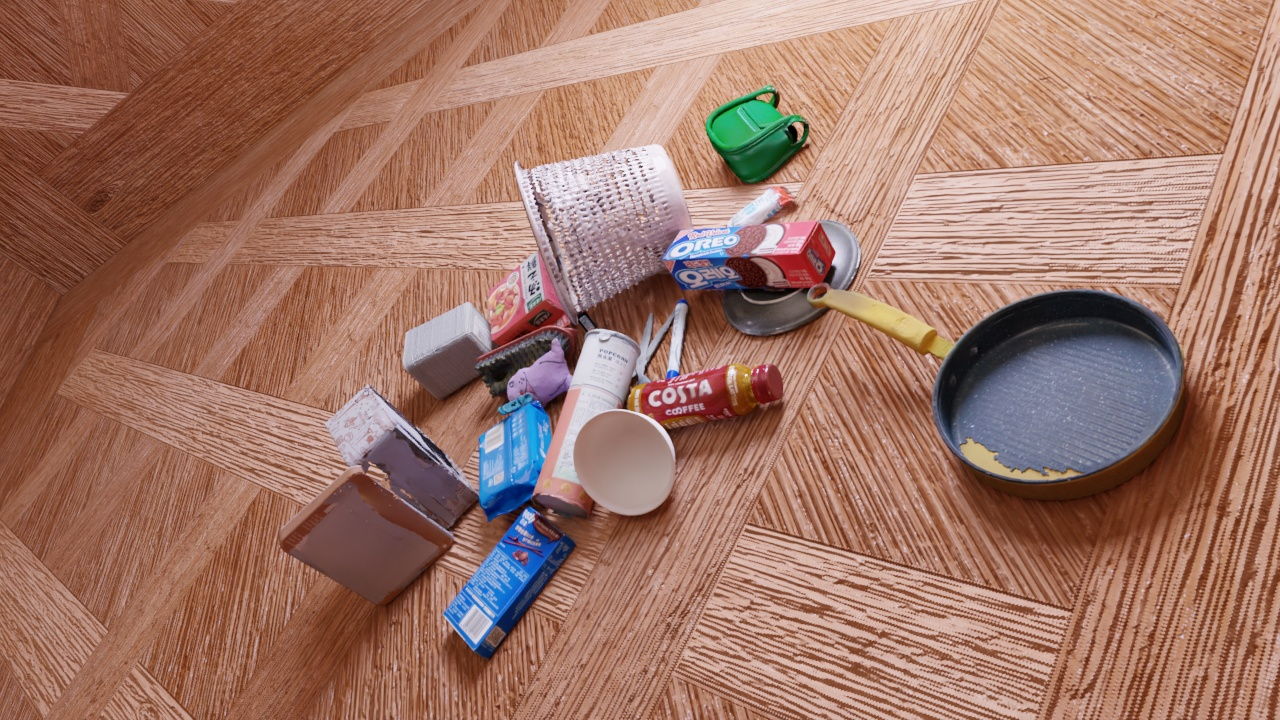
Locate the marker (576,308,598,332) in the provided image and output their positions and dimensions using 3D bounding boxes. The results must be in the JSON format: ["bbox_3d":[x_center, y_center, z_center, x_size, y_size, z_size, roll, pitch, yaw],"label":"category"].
[{"bbox_3d":[-0.076,-0.054,1.269,0.018,0.015,0.124,-40,40,1],"label":"marker"}]

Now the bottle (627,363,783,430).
[{"bbox_3d":[0.071,0.039,1.008,0.175,0.057,0.057,-14,46,33],"label":"bottle"}]

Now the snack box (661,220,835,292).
[{"bbox_3d":[0.122,-0.120,1.077,0.208,0.058,0.057,4,53,45],"label":"snack box"}]

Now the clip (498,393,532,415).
[{"bbox_3d":[-0.162,0.058,1.171,0.049,0.015,0.056,-33,-5,29],"label":"clip"}]

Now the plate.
[{"bbox_3d":[0.171,-0.105,1.084,0.180,0.024,0.179,-24,41,23],"label":"plate"}]

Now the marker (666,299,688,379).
[{"bbox_3d":[0.044,-0.018,1.122,0.017,0.017,0.145,-18,44,30],"label":"marker"}]

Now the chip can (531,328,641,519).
[{"bbox_3d":[-0.061,0.073,1.067,0.071,0.071,0.214,-5,58,39],"label":"chip can"}]

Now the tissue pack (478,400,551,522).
[{"bbox_3d":[-0.152,0.125,1.132,0.095,0.052,0.157,-32,38,17],"label":"tissue pack"}]

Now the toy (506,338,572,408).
[{"bbox_3d":[-0.129,0.032,1.202,0.108,0.038,0.084,-31,83,23],"label":"toy"}]

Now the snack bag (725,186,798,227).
[{"bbox_3d":[0.151,-0.190,1.182,0.104,0.026,0.048,-37,31,9],"label":"snack bag"}]

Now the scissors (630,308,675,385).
[{"bbox_3d":[0.000,0.010,1.140,0.159,0.014,0.170,-38,36,5],"label":"scissors"}]

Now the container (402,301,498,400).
[{"bbox_3d":[-0.275,-0.017,1.354,0.114,0.090,0.090,-27,40,15],"label":"container"}]

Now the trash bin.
[{"bbox_3d":[-0.039,-0.183,1.208,0.192,0.228,0.227,-19,40,1],"label":"trash bin"}]

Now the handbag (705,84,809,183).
[{"bbox_3d":[0.158,-0.316,1.263,0.120,0.068,0.131,-36,38,8],"label":"handbag"}]

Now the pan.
[{"bbox_3d":[0.296,-0.005,0.830,0.197,0.078,0.358,-51,38,-11],"label":"pan"}]

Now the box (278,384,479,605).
[{"bbox_3d":[-0.334,0.174,1.149,0.192,0.183,0.157,-44,36,-6],"label":"box"}]

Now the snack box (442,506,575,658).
[{"bbox_3d":[-0.148,0.247,1.032,0.157,0.026,0.085,-52,38,-11],"label":"snack box"}]

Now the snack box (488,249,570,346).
[{"bbox_3d":[-0.163,-0.077,1.314,0.113,0.044,0.127,-36,45,24],"label":"snack box"}]

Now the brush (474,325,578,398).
[{"bbox_3d":[-0.151,-0.006,1.256,0.146,0.063,0.069,-25,11,21],"label":"brush"}]

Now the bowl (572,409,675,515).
[{"bbox_3d":[-0.007,0.103,1.001,0.118,0.118,0.064,-21,3,26],"label":"bowl"}]
